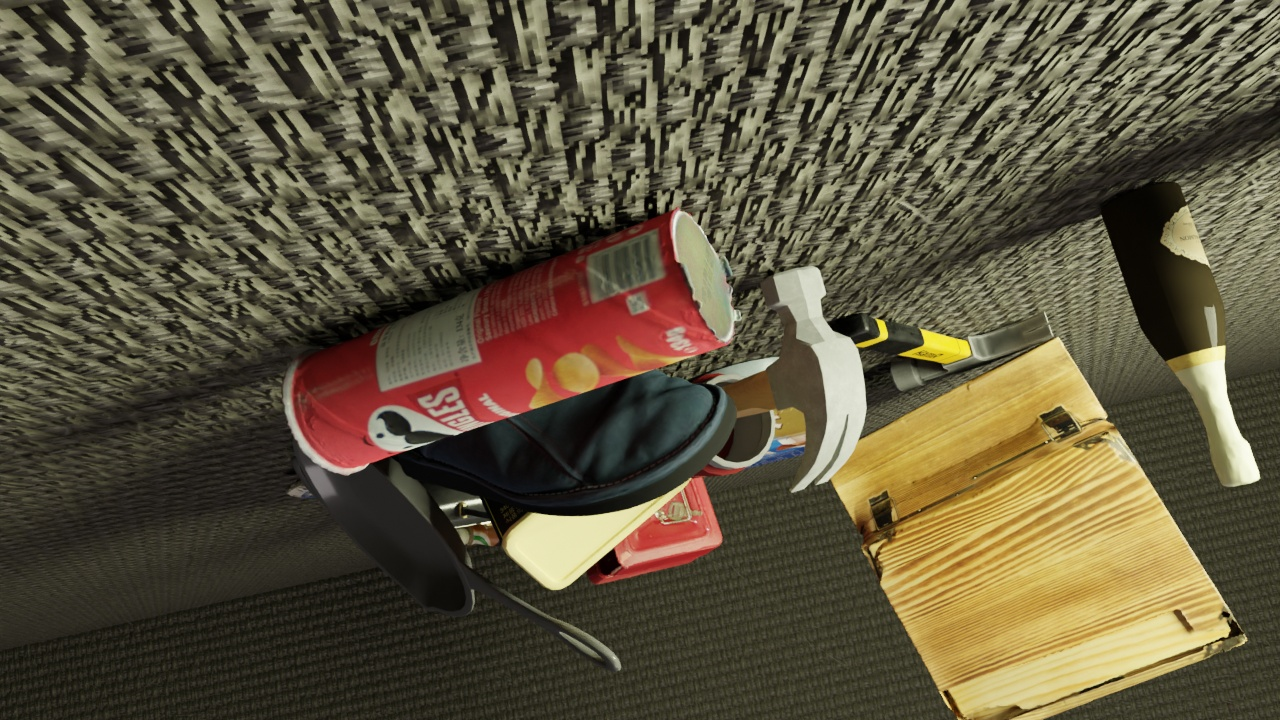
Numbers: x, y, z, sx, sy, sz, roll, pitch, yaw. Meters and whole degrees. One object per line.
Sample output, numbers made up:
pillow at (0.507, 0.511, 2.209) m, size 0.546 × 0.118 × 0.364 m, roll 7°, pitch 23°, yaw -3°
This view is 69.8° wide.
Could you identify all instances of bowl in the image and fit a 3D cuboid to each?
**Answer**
bowl at (0.101, 0.030, 0.871) m, size 0.106 × 0.039 × 0.106 m, roll -12°, pitch 168°, yaw -3°

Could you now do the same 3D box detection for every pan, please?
pan at (-0.147, 0.138, 0.678) m, size 0.355 × 0.217 × 0.024 m, roll 19°, pitch -131°, yaw 35°

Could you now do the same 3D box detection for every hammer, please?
hammer at (0.035, 0.041, 0.678) m, size 0.039 × 0.131 × 0.329 m, roll -11°, pitch 173°, yaw -33°
hammer at (0.264, -0.017, 0.856) m, size 0.170 × 0.034 × 0.323 m, roll -23°, pitch 163°, yaw 34°

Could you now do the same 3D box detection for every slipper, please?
slipper at (-0.071, 0.026, 0.563) m, size 0.266 × 0.083 × 0.108 m, roll 1°, pitch -143°, yaw 39°

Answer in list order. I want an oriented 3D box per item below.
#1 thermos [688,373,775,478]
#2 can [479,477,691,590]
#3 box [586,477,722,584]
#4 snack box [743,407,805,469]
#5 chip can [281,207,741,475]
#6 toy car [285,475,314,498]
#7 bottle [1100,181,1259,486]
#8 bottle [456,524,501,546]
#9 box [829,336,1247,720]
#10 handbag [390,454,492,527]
thermos at (0.027, 0.059, 0.820) m, size 0.108 × 0.083 × 0.199 m, roll 29°, pitch 160°, yaw -16°
can at (-0.045, 0.075, 0.634) m, size 0.135 × 0.104 × 0.075 m, roll -40°, pitch 125°, yaw -2°
box at (-0.005, 0.141, 0.950) m, size 0.129 × 0.157 × 0.098 m, roll -7°, pitch 156°, yaw -22°
snack box at (0.149, 0.077, 1.059) m, size 0.155 × 0.069 × 0.202 m, roll -16°, pitch 168°, yaw 15°
chip can at (-0.069, -0.006, 0.465) m, size 0.233 × 0.073 × 0.073 m, roll -19°, pitch 167°, yaw 22°
toy car at (-0.285, 0.122, 0.894) m, size 0.112 × 0.040 × 0.049 m, roll -2°, pitch 163°, yaw -37°
bottle at (0.331, -0.015, 0.555) m, size 0.045 × 0.184 × 0.045 m, roll -12°, pitch 168°, yaw -3°
bottle at (-0.297, 0.340, 1.819) m, size 0.059 × 0.059 × 0.166 m, roll -23°, pitch 163°, yaw 41°
box at (0.404, 0.180, 0.989) m, size 0.280 × 0.336 × 0.285 m, roll -30°, pitch 168°, yaw 21°
handbag at (-0.129, 0.118, 0.812) m, size 0.175 × 0.072 × 0.196 m, roll -4°, pitch -175°, yaw -34°
